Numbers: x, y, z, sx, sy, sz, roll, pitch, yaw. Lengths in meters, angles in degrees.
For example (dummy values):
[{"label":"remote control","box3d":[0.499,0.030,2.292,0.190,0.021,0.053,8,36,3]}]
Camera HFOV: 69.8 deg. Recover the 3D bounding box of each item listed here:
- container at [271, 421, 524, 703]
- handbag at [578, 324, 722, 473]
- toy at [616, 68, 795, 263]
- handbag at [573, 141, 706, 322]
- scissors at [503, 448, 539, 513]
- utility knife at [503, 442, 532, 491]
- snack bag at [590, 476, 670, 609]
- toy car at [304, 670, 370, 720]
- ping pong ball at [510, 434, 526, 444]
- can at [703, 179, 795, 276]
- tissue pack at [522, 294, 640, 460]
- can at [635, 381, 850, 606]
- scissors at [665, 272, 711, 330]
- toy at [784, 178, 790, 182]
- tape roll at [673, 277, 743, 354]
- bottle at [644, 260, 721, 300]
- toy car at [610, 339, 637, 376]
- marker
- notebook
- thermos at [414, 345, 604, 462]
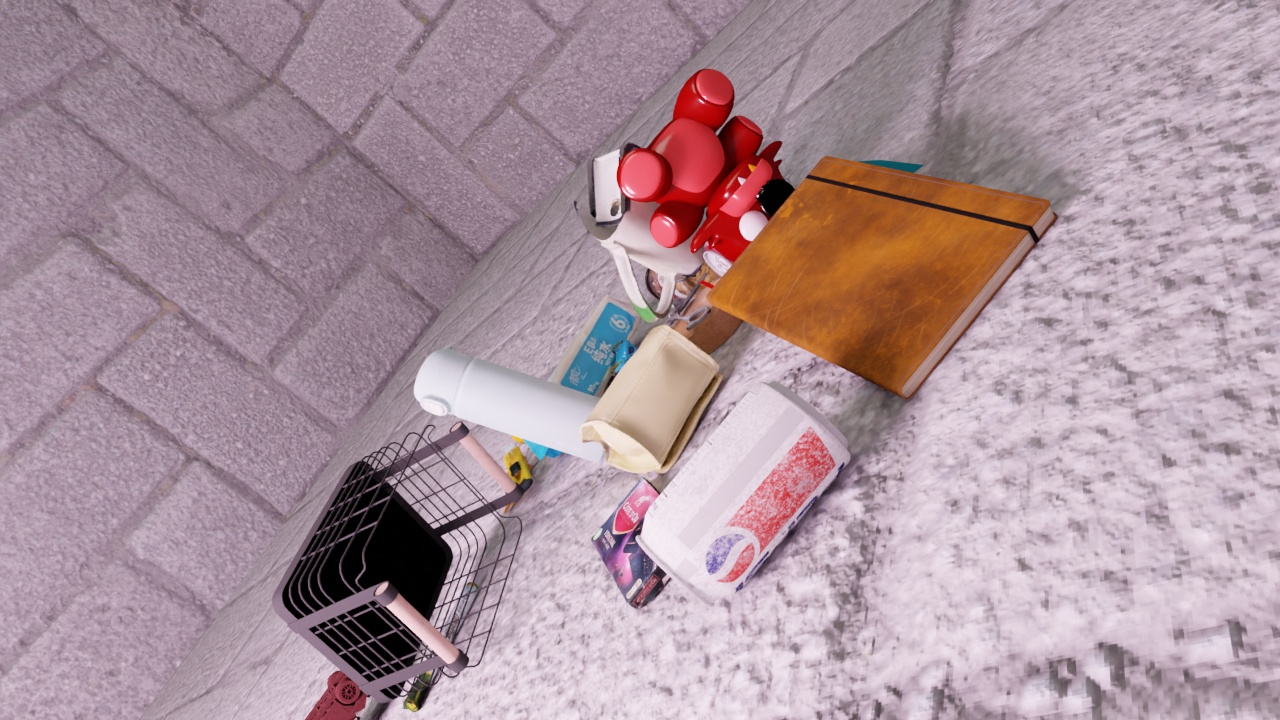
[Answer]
[{"label":"container","box3d":[-0.221,0.192,0.900,0.130,0.163,0.240,-27,26,23]},{"label":"handbag","box3d":[0.008,0.039,0.859,0.119,0.081,0.111,-56,11,-20]},{"label":"toy","box3d":[0.085,-0.165,0.898,0.158,0.197,0.121,-52,7,-14]},{"label":"handbag","box3d":[0.001,-0.123,0.979,0.074,0.151,0.175,-12,70,36]},{"label":"scissors","box3d":[-0.144,0.142,1.124,0.074,0.012,0.131,-44,16,16]},{"label":"utility knife","box3d":[-0.154,0.131,1.128,0.030,0.017,0.175,-38,15,-4]},{"label":"snack bag","box3d":[0.001,0.144,0.741,0.074,0.018,0.155,-50,15,-3]},{"label":"toy car","box3d":[-0.319,0.389,0.921,0.169,0.062,0.070,-56,18,-23]},{"label":"ping pong ball","box3d":[-0.153,0.090,1.211,0.040,0.040,0.040,-43,17,17]},{"label":"can","box3d":[0.122,-0.143,0.993,0.114,0.063,0.063,-52,17,-10]},{"label":"tissue pack","box3d":[-0.066,0.013,1.092,0.117,0.066,0.208,-54,6,48]},{"label":"can","box3d":[0.066,0.085,0.594,0.136,0.078,0.078,-49,16,-2]},{"label":"scissors","box3d":[0.027,-0.036,0.975,0.171,0.014,0.142,-47,18,-12]},{"label":"toy","box3d":[0.137,-0.186,1.107,0.100,0.036,0.080,-20,22,50]},{"label":"tape roll","box3d":[0.073,-0.045,0.960,0.094,0.027,0.093,-43,17,17]},{"label":"bottle","box3d":[0.050,-0.101,1.097,0.056,0.056,0.105,-52,17,-13]},{"label":"toy car","box3d":[-0.006,0.006,1.012,0.032,0.048,0.105,-44,16,15]},{"label":"marker","box3d":[-0.200,0.287,0.929,0.017,0.017,0.146,-35,22,39]},{"label":"notebook","box3d":[0.167,-0.084,0.697,0.178,0.014,0.249,-50,34,-4]},{"label":"thermos","box3d":[-0.129,0.045,0.952,0.065,0.207,0.077,107,-179,-51]}]
